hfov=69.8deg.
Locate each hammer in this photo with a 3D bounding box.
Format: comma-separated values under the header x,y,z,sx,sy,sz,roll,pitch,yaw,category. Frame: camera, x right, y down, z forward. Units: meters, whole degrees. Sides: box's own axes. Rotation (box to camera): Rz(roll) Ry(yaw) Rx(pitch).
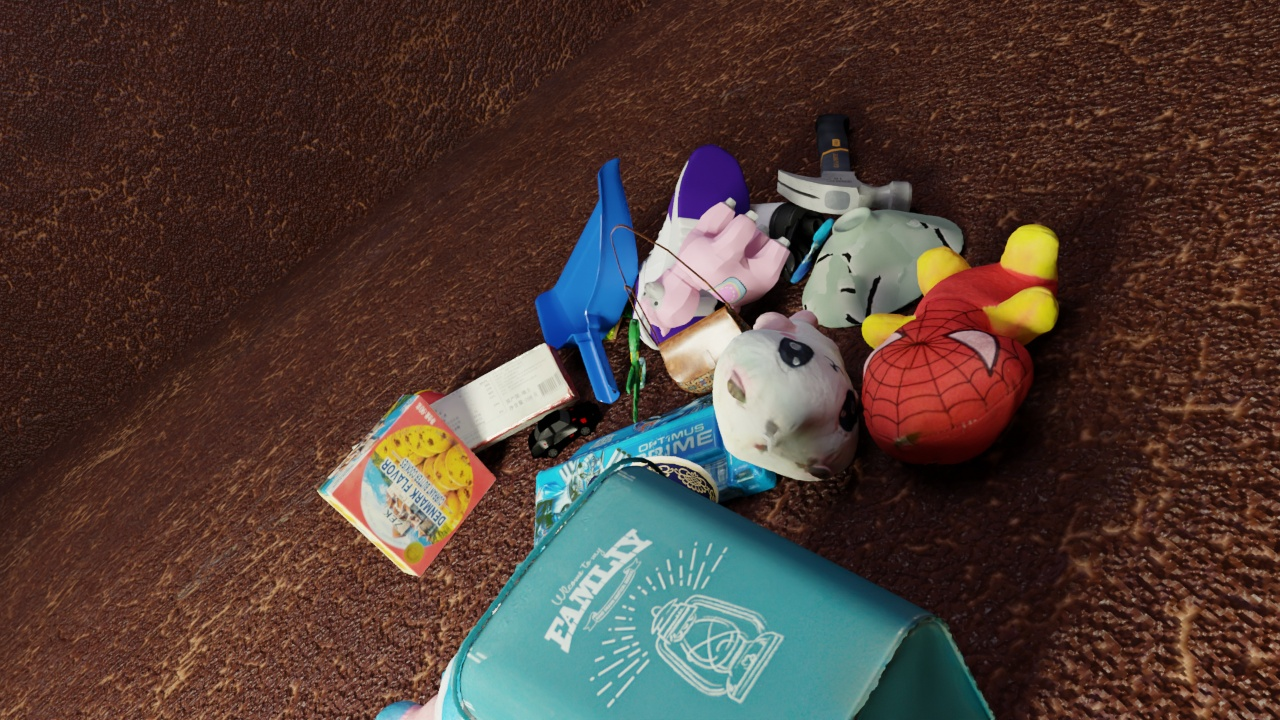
x,y,z,sx,sy,sz,roll,pitch,yaw,category
0.238,-0.242,1.095,0.139,0.035,0.311,4,30,9,hammer

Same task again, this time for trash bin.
x,y,z,sx,sy,sz,roll,pitch,yaw,category
0.053,0.194,0.513,0.219,0.199,0.196,12,55,48,trash bin

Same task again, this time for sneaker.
x,y,z,sx,sy,sz,roll,pitch,yaw,category
0.050,-0.123,1.060,0.111,0.091,0.244,-9,63,69,sneaker

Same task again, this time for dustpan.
x,y,z,sx,sy,sz,roll,pitch,yaw,category
-0.054,-0.064,1.092,0.246,0.059,0.257,-56,45,46,dustpan

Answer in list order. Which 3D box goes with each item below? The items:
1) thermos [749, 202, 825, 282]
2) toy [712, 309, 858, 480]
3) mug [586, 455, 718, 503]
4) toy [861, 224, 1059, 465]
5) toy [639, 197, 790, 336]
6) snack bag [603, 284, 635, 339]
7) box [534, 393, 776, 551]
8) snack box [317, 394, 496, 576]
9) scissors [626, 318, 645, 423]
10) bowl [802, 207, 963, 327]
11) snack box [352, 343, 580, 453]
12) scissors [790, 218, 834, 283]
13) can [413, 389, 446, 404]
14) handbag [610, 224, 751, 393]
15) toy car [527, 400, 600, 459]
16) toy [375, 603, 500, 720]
x,y,z,sx,sy,sz,roll,pitch,yaw,category
0.117,-0.139,1.091,0.230,0.068,0.101,8,64,53,thermos
0.127,0.021,0.754,0.102,0.139,0.179,-37,11,41,toy
0.006,0.135,0.742,0.089,0.112,0.086,-80,13,-50,mug
0.241,-0.007,0.692,0.148,0.099,0.215,-19,29,52,toy
0.075,-0.088,0.966,0.157,0.123,0.067,-53,40,7,toy
-0.054,-0.062,1.208,0.155,0.044,0.087,1,58,42,snack bag
0.011,0.083,0.870,0.244,0.060,0.175,-23,29,25,box
-0.252,0.136,1.007,0.040,0.142,0.144,-1,44,48,snack box
-0.005,0.020,0.986,0.012,0.108,0.131,-4,57,8,scissors
0.226,-0.114,0.913,0.174,0.068,0.174,-30,25,16,bowl
-0.208,0.075,1.094,0.273,0.076,0.044,-28,-8,8,snack box
0.169,-0.100,0.927,0.083,0.016,0.134,-62,-5,22,scissors
-0.256,0.079,1.188,0.066,0.067,0.124,-47,29,-19,can
0.035,-0.053,0.904,0.094,0.196,0.043,-30,22,20,handbag
-0.088,0.074,1.027,0.092,0.036,0.042,-34,27,6,toy car
-0.133,0.280,0.686,0.192,0.099,0.223,-37,12,12,toy
